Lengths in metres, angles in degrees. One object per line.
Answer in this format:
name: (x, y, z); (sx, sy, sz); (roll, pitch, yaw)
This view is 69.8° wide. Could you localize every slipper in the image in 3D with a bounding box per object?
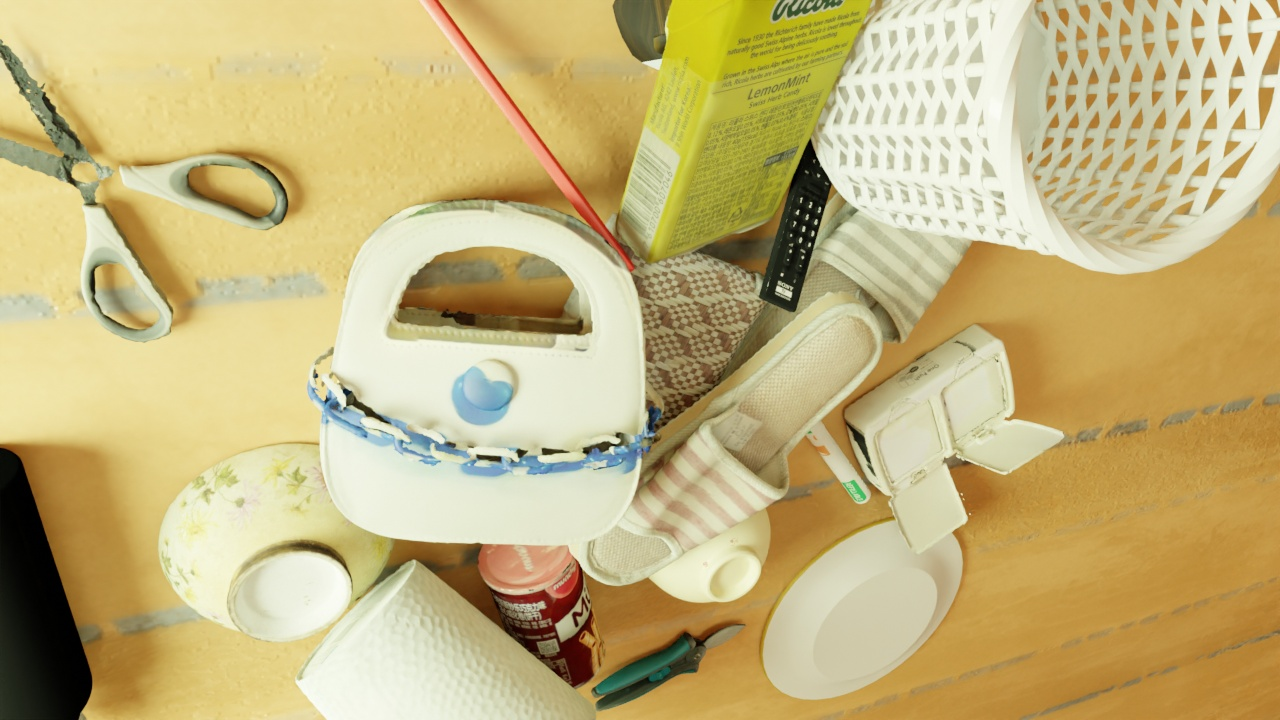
slipper: (0.150, -0.050, 0.658); (0.273, 0.054, 0.114); (-45, 123, 5)
slipper: (0.065, 0.061, 0.618); (0.263, 0.052, 0.115); (-43, 134, 1)

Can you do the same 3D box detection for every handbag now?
handbag: (-0.004, 0.004, 0.618); (0.124, 0.047, 0.186); (20, 108, -25)
handbag: (-0.086, 0.008, 0.531); (0.200, 0.093, 0.200); (2, 109, -8)

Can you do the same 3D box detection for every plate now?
plate: (0.222, 0.249, 0.888); (0.229, 0.021, 0.230); (-12, 123, -19)

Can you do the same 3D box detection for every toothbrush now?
toothbrush: (-0.069, -0.125, 0.508); (0.018, 0.012, 0.212); (-32, 118, 12)

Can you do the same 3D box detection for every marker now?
marker: (0.156, 0.074, 0.754); (0.017, 0.017, 0.145); (-40, 128, 1)

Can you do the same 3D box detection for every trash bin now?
trash bin: (-0.132, 0.227, 0.612); (0.133, 0.133, 0.161); (-42, 99, 2)

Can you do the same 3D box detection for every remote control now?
remote control: (0.108, -0.102, 0.596); (0.030, 0.009, 0.140); (20, 84, -33)

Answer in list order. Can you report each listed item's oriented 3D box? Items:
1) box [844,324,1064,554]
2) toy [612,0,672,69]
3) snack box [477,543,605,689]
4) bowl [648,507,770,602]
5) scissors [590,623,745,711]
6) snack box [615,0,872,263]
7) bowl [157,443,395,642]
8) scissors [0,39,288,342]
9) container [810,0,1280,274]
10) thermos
box: (0.274, 0.088, 0.767); (0.143, 0.099, 0.184); (-33, 127, -5)
toy: (0.023, -0.206, 0.492); (0.076, 0.062, 0.100); (-4, 129, -2)
snack box: (-0.070, 0.181, 0.676); (0.072, 0.072, 0.121); (-21, 126, -13)
bowl: (0.056, 0.145, 0.712); (0.117, 0.074, 0.118); (-12, 123, -19)
scissors: (0.026, 0.272, 0.811); (0.136, 0.019, 0.139); (17, 109, -35)
snack box: (0.054, -0.142, 0.513); (0.121, 0.045, 0.181); (-26, 151, -34)
bowl: (-0.221, 0.128, 0.576); (0.145, 0.063, 0.145); (-12, 122, -20)
scissors: (-0.261, -0.081, 0.462); (0.157, 0.012, 0.171); (-9, 122, -23)
container: (0.217, -0.156, 0.512); (0.189, 0.187, 0.189); (-5, 105, -17)
thermos: (-0.361, 0.161, 0.529); (0.061, 0.061, 0.232); (-9, 122, -21)
